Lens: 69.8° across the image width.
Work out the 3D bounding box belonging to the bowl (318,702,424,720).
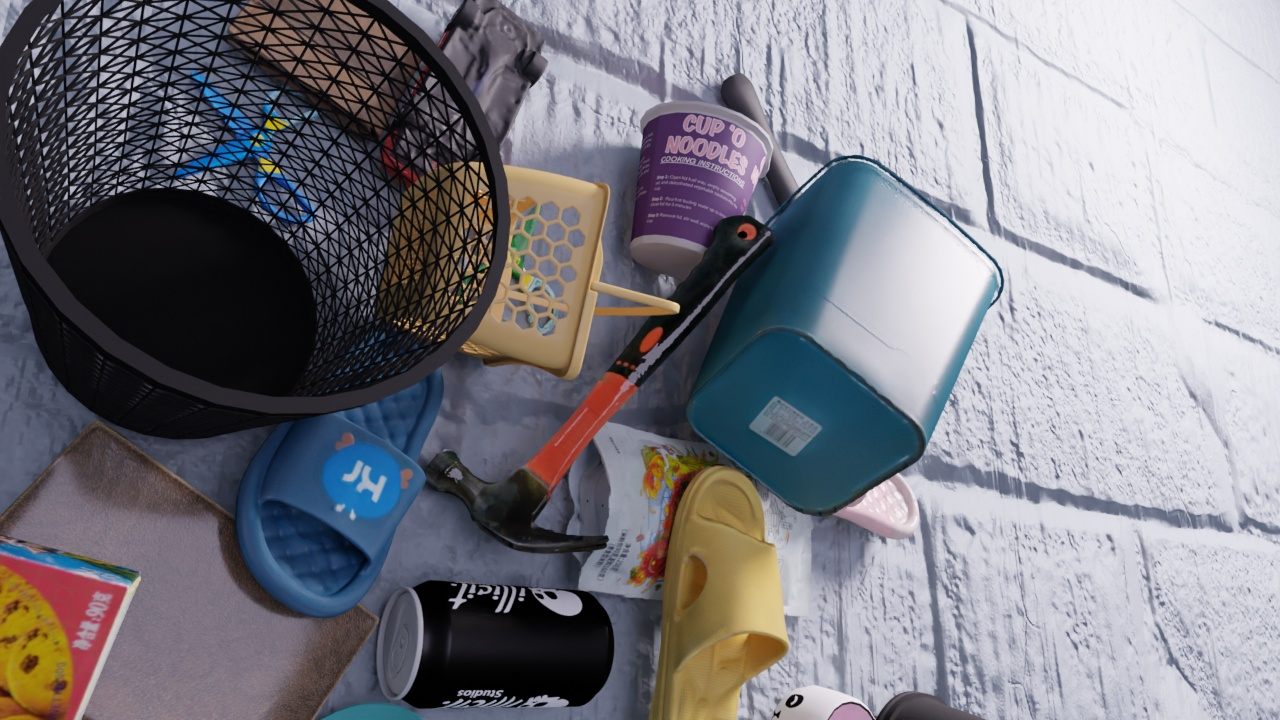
[{"bbox_3d":[-0.167,0.276,0.555,0.120,0.121,0.046,-58,151,-32],"label":"bowl"}]

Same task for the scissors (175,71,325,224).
[{"bbox_3d":[-0.265,-0.153,0.640,0.125,0.013,0.129,50,50,-14],"label":"scissors"}]

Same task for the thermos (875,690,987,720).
[{"bbox_3d":[0.305,0.357,0.792,0.105,0.219,0.105,5,80,-29],"label":"thermos"}]

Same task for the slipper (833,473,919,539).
[{"bbox_3d":[0.195,0.098,0.872,0.221,0.056,0.106,34,42,-27],"label":"slipper"}]

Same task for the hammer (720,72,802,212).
[{"bbox_3d":[0.165,-0.152,0.948,0.124,0.030,0.311,-29,94,-38],"label":"hammer"}]

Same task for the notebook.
[{"bbox_3d":[-0.283,0.171,0.522,0.215,0.035,0.189,43,56,-18],"label":"notebook"}]

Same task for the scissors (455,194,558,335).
[{"bbox_3d":[-0.097,-0.076,0.743,0.116,0.012,0.129,37,60,-24],"label":"scissors"}]

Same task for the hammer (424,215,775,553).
[{"bbox_3d":[-0.004,0.004,0.700,0.133,0.033,0.332,35,68,11],"label":"hammer"}]

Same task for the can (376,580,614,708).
[{"bbox_3d":[-0.096,0.194,0.624,0.145,0.080,0.080,13,69,-33],"label":"can"}]

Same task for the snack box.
[{"bbox_3d":[-0.345,0.153,0.442,0.145,0.040,0.142,22,82,-19],"label":"snack box"}]

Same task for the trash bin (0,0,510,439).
[{"bbox_3d":[-0.224,-0.057,0.495,0.216,0.244,0.216,11,71,-34],"label":"trash bin"}]

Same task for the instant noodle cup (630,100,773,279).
[{"bbox_3d":[0.050,-0.140,0.814,0.136,0.122,0.121,25,73,-39],"label":"instant noodle cup"}]

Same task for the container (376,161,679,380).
[{"bbox_3d":[-0.077,-0.057,0.627,0.167,0.184,0.129,14,86,-26],"label":"container"}]

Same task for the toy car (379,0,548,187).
[{"bbox_3d":[-0.136,-0.207,0.723,0.081,0.056,0.189,33,61,-27],"label":"toy car"}]

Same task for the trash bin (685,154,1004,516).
[{"bbox_3d":[0.161,-0.013,0.762,0.199,0.197,0.217,38,46,-5],"label":"trash bin"}]

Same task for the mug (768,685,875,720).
[{"bbox_3d":[0.142,0.334,0.763,0.090,0.076,0.123,42,57,-20],"label":"mug"}]

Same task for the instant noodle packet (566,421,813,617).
[{"bbox_3d":[0.059,0.136,0.776,0.268,0.057,0.146,15,70,-38],"label":"instant noodle packet"}]

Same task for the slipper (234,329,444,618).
[{"bbox_3d":[-0.185,0.059,0.592,0.103,0.059,0.213,36,45,-23],"label":"slipper"}]

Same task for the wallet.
[{"bbox_3d":[-0.228,-0.232,0.677,0.121,0.027,0.098,33,55,-24],"label":"wallet"}]

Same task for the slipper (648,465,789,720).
[{"bbox_3d":[0.068,0.214,0.701,0.099,0.079,0.263,26,70,-45],"label":"slipper"}]
